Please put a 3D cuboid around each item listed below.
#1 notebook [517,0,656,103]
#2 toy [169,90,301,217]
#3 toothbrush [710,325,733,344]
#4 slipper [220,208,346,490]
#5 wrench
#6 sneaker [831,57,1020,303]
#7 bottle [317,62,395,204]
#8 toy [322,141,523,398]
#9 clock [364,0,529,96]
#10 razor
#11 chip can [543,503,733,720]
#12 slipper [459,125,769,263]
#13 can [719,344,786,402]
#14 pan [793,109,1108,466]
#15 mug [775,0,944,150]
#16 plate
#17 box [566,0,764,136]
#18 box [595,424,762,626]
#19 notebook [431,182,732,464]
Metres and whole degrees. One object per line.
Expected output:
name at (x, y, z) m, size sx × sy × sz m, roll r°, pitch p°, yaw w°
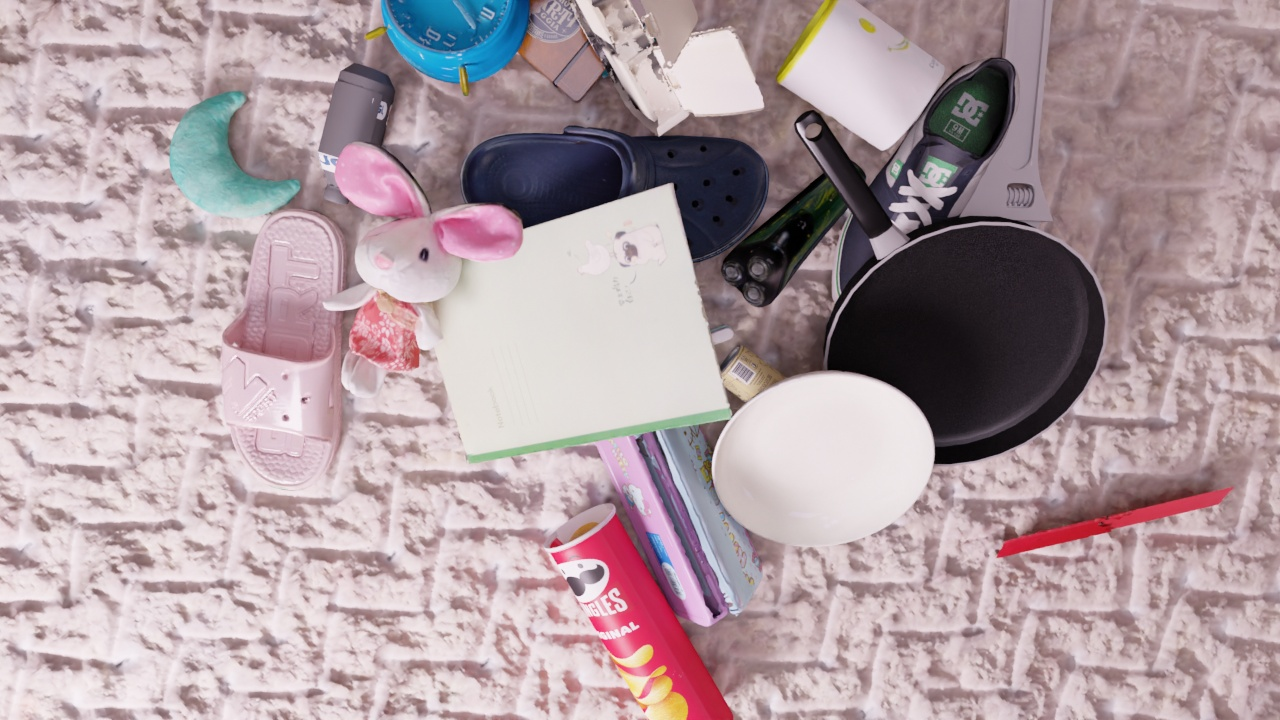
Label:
notebook at (-0.037, -0.341, 0.747) m, size 0.178 × 0.014 × 0.249 m, roll 41°, pitch 95°, yaw -6°
toy at (-0.340, -0.162, 0.757) m, size 0.085 × 0.033 × 0.105 m, roll -33°, pitch 97°, yaw -8°
toothbrush at (-0.005, 0.005, 0.795) m, size 0.181 × 0.016 × 0.016 m, roll -20°, pitch 99°, yaw 2°
slipper at (-0.297, -0.007, 0.761) m, size 0.094 × 0.064 × 0.239 m, roll 7°, pitch 96°, yaw -2°
wrench at (0.308, -0.215, 0.773) m, size 0.087 × 0.018 × 0.273 m, roll 2°, pitch 96°, yaw 0°
sneaker at (0.226, -0.135, 0.739) m, size 0.084 × 0.079 × 0.235 m, roll 29°, pitch 101°, yaw 7°
bottle at (-0.234, -0.183, 0.748) m, size 0.047 × 0.047 × 0.112 m, roll 17°, pitch 97°, yaw -4°
toy at (-0.192, -0.062, 0.731) m, size 0.159 × 0.084 × 0.194 m, roll 29°, pitch 109°, yaw 3°
clock at (-0.138, -0.297, 0.712) m, size 0.117 × 0.060 × 0.161 m, roll 27°, pitch 95°, yaw -4°
razor at (0.132, -0.109, 0.759) m, size 0.151 × 0.067 × 0.054 m, roll -45°, pitch 92°, yaw -4°
chip can at (0.000, 0.236, 0.798) m, size 0.069 × 0.069 × 0.220 m, roll -29°, pitch 98°, yaw 2°
slipper at (-0.022, -0.133, 0.738) m, size 0.253 × 0.095 × 0.105 m, roll 3°, pitch 95°, yaw 2°
can at (0.106, 0.024, 0.788) m, size 0.079 × 0.038 × 0.038 m, roll 36°, pitch 95°, yaw -6°
pan at (0.222, -0.057, 0.727) m, size 0.226 × 0.034 × 0.356 m, roll -34°, pitch 115°, yaw 18°
mug at (0.175, -0.231, 0.734) m, size 0.106 × 0.082 × 0.082 m, roll 32°, pitch 95°, yaw -6°
plate at (0.150, 0.079, 0.769) m, size 0.182 × 0.034 × 0.183 m, roll 0°, pitch 123°, yaw 0°
box at (0.012, -0.233, 0.654) m, size 0.069 × 0.191 × 0.143 m, roll -33°, pitch 125°, yaw 1°
box at (0.031, 0.118, 0.781) m, size 0.096 × 0.077 × 0.214 m, roll -24°, pitch 97°, yaw 0°
notebook at (-0.063, -0.019, 0.735) m, size 0.253 × 0.010 × 0.182 m, roll -12°, pitch 98°, yaw 27°
